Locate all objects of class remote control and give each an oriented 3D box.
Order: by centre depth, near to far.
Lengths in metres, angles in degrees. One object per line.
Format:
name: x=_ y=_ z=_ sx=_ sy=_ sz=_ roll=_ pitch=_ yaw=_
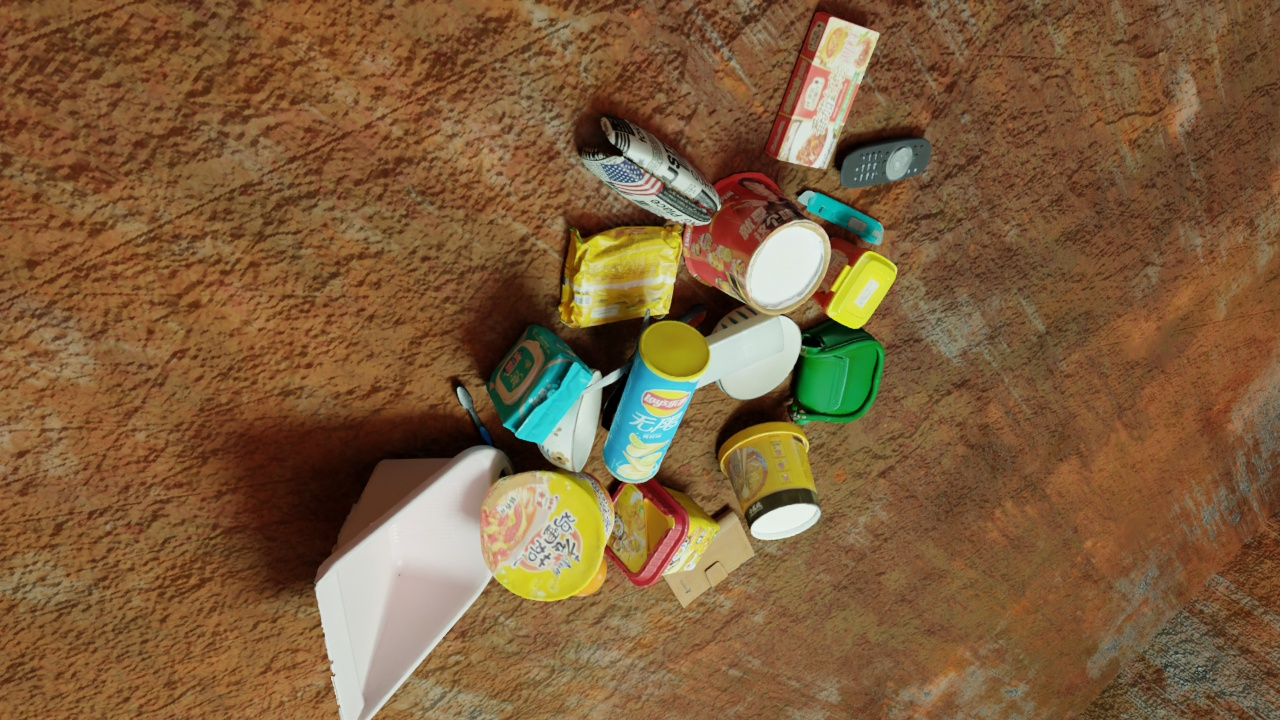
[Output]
remote control: x=0.086 y=-0.007 z=1.009 sx=0.150 sy=0.021 sz=0.058 roll=-22 pitch=135 yaw=-5
remote control: x=0.282 y=-0.233 z=1.073 sx=0.136 sy=0.024 sz=0.053 roll=-15 pitch=125 yaw=-26

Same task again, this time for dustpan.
dustpan: x=-0.210 y=0.209 z=0.929 sx=0.139 sy=0.272 sz=0.223 roll=3 pitch=126 yaw=-1

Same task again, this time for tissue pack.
tissue pack: x=-0.104 y=0.022 z=0.919 sx=0.050 sy=0.133 sz=0.093 roll=37 pitch=92 yaw=-27

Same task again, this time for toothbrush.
toothbrush: x=-0.167 y=0.090 z=1.008 sx=0.014 sy=0.016 sz=0.190 roll=-33 pitch=135 yaw=-15

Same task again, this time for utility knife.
utility knife: x=0.243 y=-0.170 z=1.097 sx=0.166 sy=0.013 sz=0.029 roll=15 pitch=109 yaw=-39

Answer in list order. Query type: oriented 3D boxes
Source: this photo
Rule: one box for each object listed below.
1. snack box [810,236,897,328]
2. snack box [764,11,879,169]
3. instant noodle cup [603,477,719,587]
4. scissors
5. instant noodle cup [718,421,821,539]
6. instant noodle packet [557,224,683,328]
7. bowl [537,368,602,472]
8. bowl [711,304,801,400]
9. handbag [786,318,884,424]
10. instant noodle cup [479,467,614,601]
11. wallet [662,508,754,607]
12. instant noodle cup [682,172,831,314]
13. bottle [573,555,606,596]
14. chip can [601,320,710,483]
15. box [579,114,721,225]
snack box: x=0.246 y=-0.097 z=1.101 sx=0.082 sy=0.080 sz=0.091 roll=20 pitch=107 yaw=-41
snack box: x=0.193 y=-0.285 z=0.979 sx=0.075 sy=0.025 sz=0.153 roll=3 pitch=118 yaw=-34
instant noodle cup: x=0.025 y=0.213 z=1.153 sx=0.123 sy=0.116 sz=0.116 roll=17 pitch=109 yaw=-52
scissors: x=-0.003 y=0.003 z=0.995 sx=0.232 sy=0.022 sz=0.222 roll=-35 pitch=159 yaw=-43
instant noodle cup: x=0.171 y=0.157 z=1.175 sx=0.118 sy=0.114 sz=0.119 roll=-10 pitch=144 yaw=-7
instant noodle packet: x=-0.023 y=-0.090 z=0.958 sx=0.128 sy=0.044 sz=0.111 roll=-7 pitch=124 yaw=-27
bowl: x=-0.084 y=0.059 z=0.992 sx=0.062 sy=0.113 sz=0.114 roll=13 pitch=120 yaw=9
bowl: x=0.125 y=-0.018 z=1.086 sx=0.116 sy=0.066 sz=0.117 roll=-16 pitch=128 yaw=-22
handbag: x=0.247 y=0.018 z=1.187 sx=0.120 sy=0.068 sz=0.131 roll=-15 pitch=126 yaw=-24
instant noodle cup: x=-0.093 y=0.178 z=1.002 sx=0.138 sy=0.138 sz=0.109 roll=-56 pitch=173 yaw=11
wallet: x=0.092 y=0.278 z=1.288 sx=0.131 sy=0.031 sz=0.108 roll=-33 pitch=130 yaw=-8
instant noodle cup: x=0.130 y=-0.122 z=0.991 sx=0.137 sy=0.108 sz=0.138 roll=-16 pitch=126 yaw=-24
bottle: x=-0.106 y=0.233 z=1.112 sx=0.067 sy=0.067 sz=0.149 roll=-48 pitch=126 yaw=3
chip can: x=0.012 y=0.049 z=0.967 sx=0.071 sy=0.071 sz=0.211 roll=-15 pitch=149 yaw=-24
box: x=0.009 y=-0.172 z=0.911 sx=0.163 sy=0.075 sz=0.082 roll=26 pitch=114 yaw=-44
